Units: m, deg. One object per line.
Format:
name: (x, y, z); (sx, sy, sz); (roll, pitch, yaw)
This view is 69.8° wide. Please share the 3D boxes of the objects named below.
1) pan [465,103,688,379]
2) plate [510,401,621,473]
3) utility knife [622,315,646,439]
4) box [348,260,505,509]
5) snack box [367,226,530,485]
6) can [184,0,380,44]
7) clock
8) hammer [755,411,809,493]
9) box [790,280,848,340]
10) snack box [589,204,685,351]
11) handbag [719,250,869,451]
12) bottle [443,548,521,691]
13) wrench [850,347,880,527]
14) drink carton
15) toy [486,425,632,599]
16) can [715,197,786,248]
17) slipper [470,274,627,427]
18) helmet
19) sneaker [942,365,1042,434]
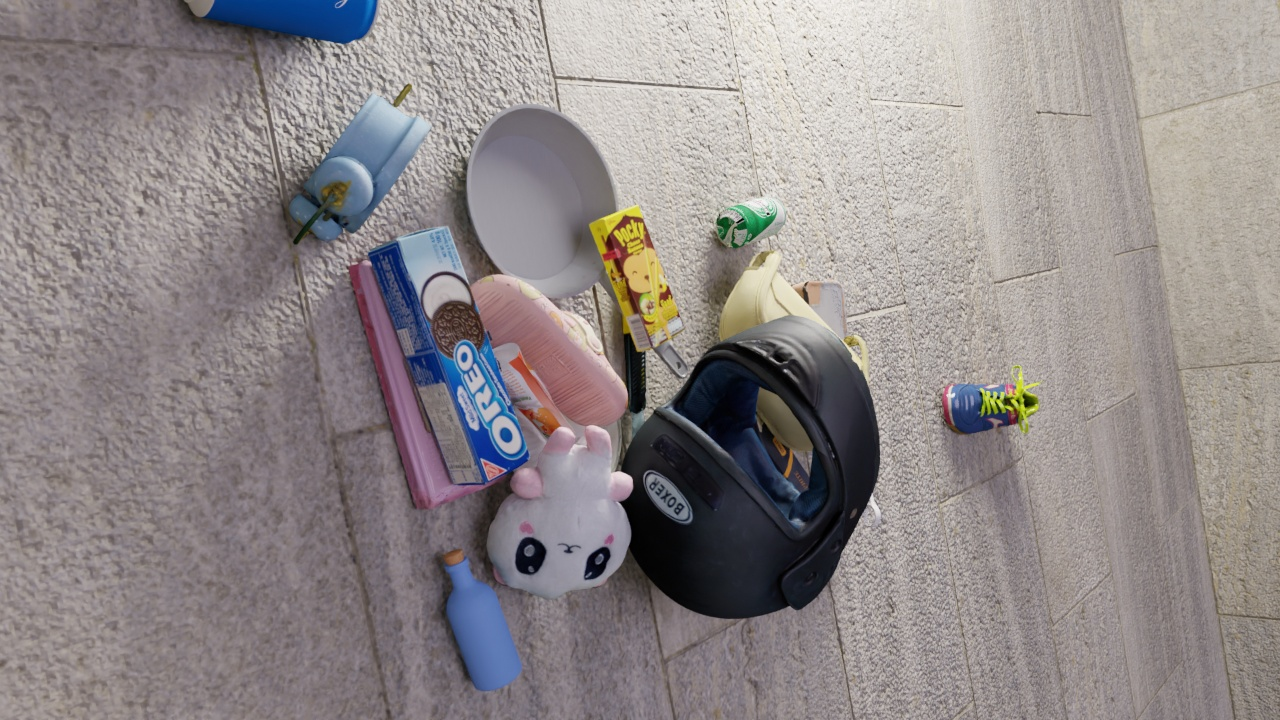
pan: (-0.059, -0.107, 0.986); (0.356, 0.051, 0.200); (53, 52, -27)
plate: (-0.081, 0.078, 0.966); (0.156, 0.014, 0.157); (7, 80, -43)
utility knife: (-0.006, 0.006, 1.044); (0.028, 0.020, 0.213); (5, 80, -41)
box: (-0.197, 0.015, 0.852); (0.098, 0.037, 0.233); (-20, 98, -39)
snack box: (-0.169, -0.003, 0.815); (0.059, 0.060, 0.226); (-25, 101, -43)
can: (-0.299, -0.315, 0.764); (0.145, 0.079, 0.079); (-5, 88, -44)
clock: (-0.240, -0.156, 0.776); (0.060, 0.118, 0.161); (37, 53, -22)
hammer: (0.180, 0.116, 1.193); (0.139, 0.035, 0.312); (-47, 115, -26)
box: (0.246, -0.001, 1.247); (0.081, 0.063, 0.216); (-2, 86, -28)
snack box: (-0.003, -0.089, 0.992); (0.061, 0.026, 0.149); (-32, 105, -43)
handbag: (0.191, -0.005, 1.147); (0.233, 0.089, 0.190); (44, 51, -20)
bottle: (-0.153, 0.237, 0.852); (0.047, 0.048, 0.131); (-27, 103, -43)
wrench: (0.293, 0.094, 1.259); (0.009, 0.047, 0.273); (6, 64, -26)
drink carton: (-0.102, 0.042, 0.888); (0.038, 0.069, 0.122); (-50, 121, -29)
toy: (-0.072, 0.143, 0.877); (0.138, 0.101, 0.180); (8, 114, -16)
can: (0.143, -0.179, 1.188); (0.100, 0.053, 0.053); (-24, 101, -43)
slipper: (-0.084, -0.019, 0.915); (0.197, 0.093, 0.081); (43, 39, -15)
helmet: (0.096, 0.129, 0.943); (0.235, 0.249, 0.317); (-30, 145, -25)
sneaker: (0.605, 0.070, 1.573); (0.241, 0.091, 0.116); (0, 87, -43)
